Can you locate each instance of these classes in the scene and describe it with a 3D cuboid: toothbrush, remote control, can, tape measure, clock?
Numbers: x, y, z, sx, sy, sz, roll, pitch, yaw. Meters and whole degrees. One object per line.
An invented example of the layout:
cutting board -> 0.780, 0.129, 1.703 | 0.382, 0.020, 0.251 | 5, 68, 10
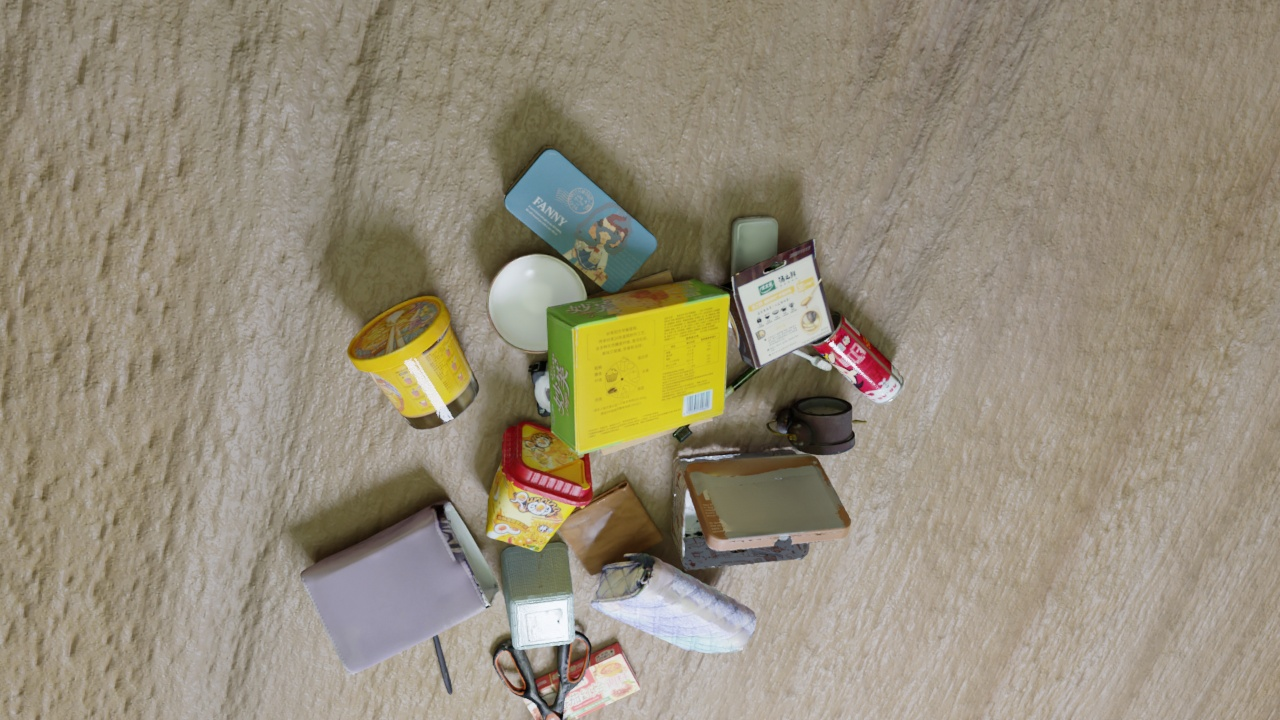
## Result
toothbrush -> 0.115, 0.039, 1.159 | 0.186, 0.017, 0.012 | -40, 144, -1
toothbrush -> 0.168, -0.023, 1.139 | 0.180, 0.016, 0.016 | 23, 98, -26
remote control -> 0.137, -0.107, 1.114 | 0.056, 0.020, 0.136 | -5, 113, -9
can -> 0.275, -0.002, 1.165 | 0.132, 0.053, 0.053 | 40, 99, -22
tape measure -> -0.098, 0.032, 1.112 | 0.066, 0.033, 0.066 | -9, 115, 3
toothbrush -> -0.276, 0.378, 1.231 | 0.018, 0.015, 0.181 | -10, 113, 0
clock -> 0.221, 0.084, 1.175 | 0.122, 0.082, 0.055 | -6, 108, -10

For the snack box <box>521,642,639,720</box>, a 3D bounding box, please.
snack box -> -0.084, 0.463, 1.297 | 0.153, 0.025, 0.075 | -24, 114, -1

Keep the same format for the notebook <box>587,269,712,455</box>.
notebook -> -0.007, 0.007, 1.138 | 0.149, 0.012, 0.212 | -18, 114, -2

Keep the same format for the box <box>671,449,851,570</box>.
box -> 0.146, 0.203, 1.146 | 0.183, 0.193, 0.157 | -4, 113, -9

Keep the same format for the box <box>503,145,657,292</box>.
box -> -0.072, -0.163, 1.031 | 0.184, 0.059, 0.090 | 36, 100, -23

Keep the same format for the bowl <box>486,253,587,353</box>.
bowl -> -0.119, -0.070, 1.053 | 0.113, 0.062, 0.113 | -2, 105, -7

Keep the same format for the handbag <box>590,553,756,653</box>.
handbag -> 0.040, 0.319, 1.204 | 0.194, 0.134, 0.075 | 33, 58, -28

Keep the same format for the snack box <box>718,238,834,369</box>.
snack box -> 0.162, -0.070, 1.088 | 0.113, 0.053, 0.126 | -25, 111, -13

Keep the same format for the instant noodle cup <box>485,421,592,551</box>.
instant noodle cup -> -0.131, 0.158, 1.125 | 0.116, 0.116, 0.124 | 21, 118, -19

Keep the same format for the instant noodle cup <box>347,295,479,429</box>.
instant noodle cup -> -0.249, 0.006, 1.037 | 0.118, 0.118, 0.114 | -26, 122, 0

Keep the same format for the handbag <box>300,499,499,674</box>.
handbag -> -0.297, 0.277, 1.141 | 0.197, 0.098, 0.145 | -26, 98, 1

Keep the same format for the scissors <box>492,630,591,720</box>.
scissors -> -0.117, 0.469, 1.261 | 0.211, 0.021, 0.221 | -44, 95, 1

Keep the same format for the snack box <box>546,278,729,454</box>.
snack box -> -0.001, 0.002, 1.052 | 0.209, 0.070, 0.158 | -13, 116, -30

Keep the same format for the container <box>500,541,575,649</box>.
container -> -0.130, 0.304, 1.177 | 0.090, 0.111, 0.090 | -4, 112, -9

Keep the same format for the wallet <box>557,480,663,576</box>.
wallet -> -0.042, 0.225, 1.214 | 0.115, 0.020, 0.101 | -30, 113, 5
